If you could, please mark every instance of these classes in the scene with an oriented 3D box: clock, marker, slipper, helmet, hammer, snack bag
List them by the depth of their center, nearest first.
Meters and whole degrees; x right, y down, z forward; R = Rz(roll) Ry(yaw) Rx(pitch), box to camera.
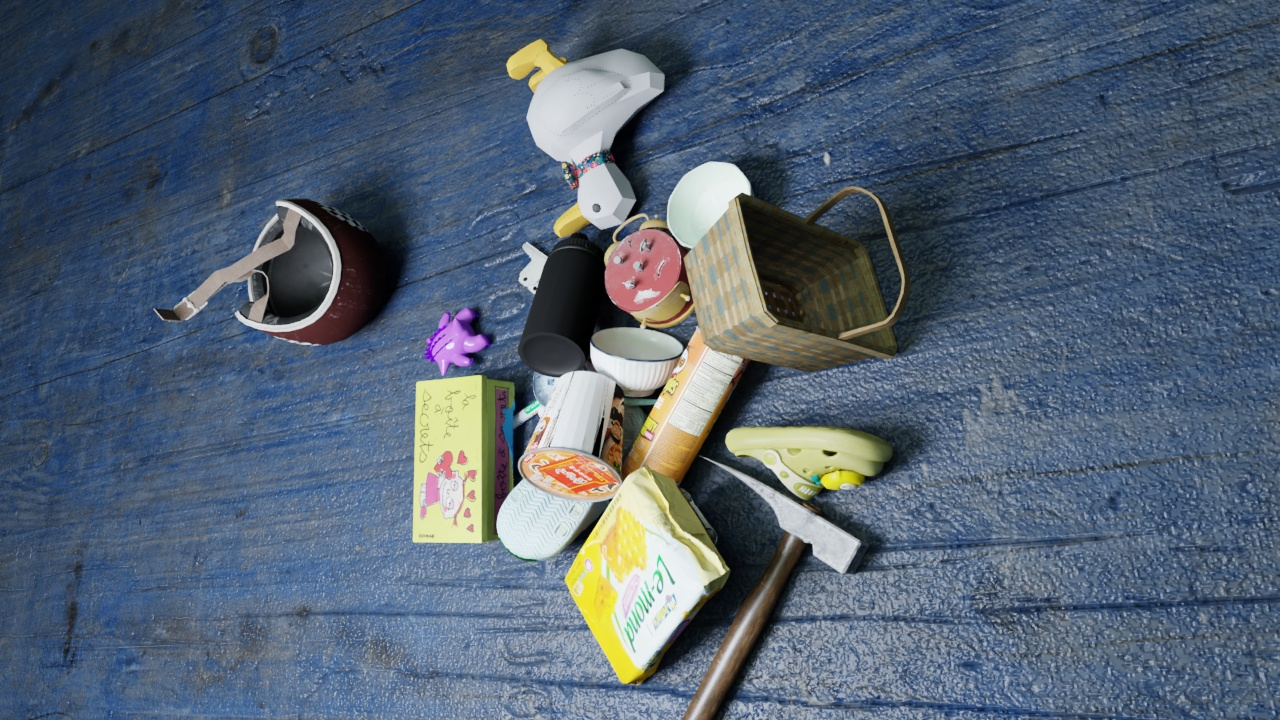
[{"bbox_3d":[0.180,0.112,1.017,0.191,0.091,0.081,0,79,34],"label":"slipper"},{"bbox_3d":[0.005,0.249,1.049,0.159,0.068,0.248,54,133,28],"label":"snack bag"},{"bbox_3d":[0.095,0.279,1.050,0.218,0.037,0.300,29,93,33],"label":"hammer"},{"bbox_3d":[-0.077,0.156,1.167,0.104,0.074,0.245,34,79,30],"label":"slipper"},{"bbox_3d":[0.007,-0.122,1.186,0.117,0.081,0.158,-32,63,19],"label":"clock"},{"bbox_3d":[-0.098,0.044,1.216,0.083,0.057,0.117,2,77,30],"label":"clock"},{"bbox_3d":[-0.184,0.092,1.276,0.146,0.017,0.017,-35,62,18],"label":"marker"},{"bbox_3d":[-0.518,-0.127,1.391,0.234,0.253,0.233,22,94,9],"label":"helmet"}]

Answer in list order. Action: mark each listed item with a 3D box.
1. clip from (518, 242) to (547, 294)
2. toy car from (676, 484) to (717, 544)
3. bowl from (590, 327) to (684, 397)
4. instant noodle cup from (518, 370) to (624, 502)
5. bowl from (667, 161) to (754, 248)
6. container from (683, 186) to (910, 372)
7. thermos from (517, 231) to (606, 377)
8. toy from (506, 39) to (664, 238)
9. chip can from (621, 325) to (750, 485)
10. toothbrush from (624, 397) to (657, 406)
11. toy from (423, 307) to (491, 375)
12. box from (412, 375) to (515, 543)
[{"bbox_3d":[-0.143,-0.122,1.317,0.102,0.046,0.056,37,92,33],"label":"clip"},{"bbox_3d":[0.056,0.185,1.059,0.039,0.027,0.089,-49,60,25],"label":"toy car"},{"bbox_3d":[-0.007,0.007,1.151,0.118,0.117,0.062,21,115,33],"label":"bowl"},{"bbox_3d":[-0.072,0.086,1.097,0.124,0.123,0.121,-10,50,28],"label":"instant noodle cup"},{"bbox_3d":[0.098,-0.186,1.163,0.118,0.061,0.117,-9,72,28],"label":"bowl"},{"bbox_3d":[0.190,-0.085,0.971,0.187,0.249,0.157,-29,62,38],"label":"container"},{"bbox_3d":[-0.095,-0.081,1.201,0.086,0.086,0.198,-13,45,27],"label":"thermos"},{"bbox_3d":[-0.070,-0.317,1.261,0.247,0.140,0.267,-38,78,15],"label":"toy"},{"bbox_3d":[0.050,0.069,1.093,0.075,0.075,0.215,36,105,33],"label":"chip can"},{"bbox_3d":[-0.006,0.052,1.153,0.181,0.016,0.016,0,95,13],"label":"toothbrush"},{"bbox_3d":[-0.275,-0.029,1.340,0.088,0.055,0.106,-42,59,19],"label":"toy"},{"bbox_3d":[-0.238,0.133,1.242,0.125,0.081,0.221,-3,85,29],"label":"box"}]
